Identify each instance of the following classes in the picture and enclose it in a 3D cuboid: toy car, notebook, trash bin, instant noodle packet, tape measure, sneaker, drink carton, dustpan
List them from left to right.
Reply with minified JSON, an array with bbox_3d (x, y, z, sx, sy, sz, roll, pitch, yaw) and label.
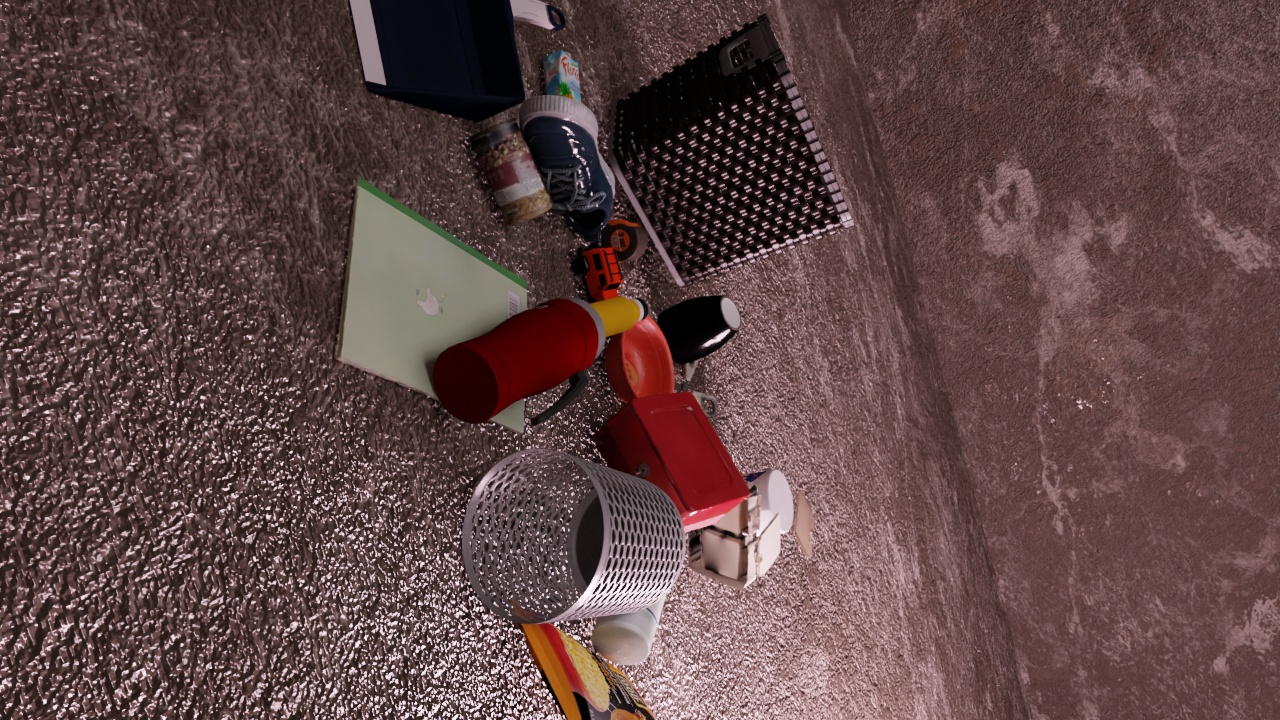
[{"bbox_3d":[-0.192,-0.046,0.904,0.252,0.010,0.181,31,52,-53],"label":"notebook"},{"bbox_3d":[-0.187,-0.387,0.983,0.272,0.080,0.236,-6,84,-61],"label":"dustpan"},{"bbox_3d":[-0.098,-0.328,1.161,0.044,0.039,0.128,19,62,-57],"label":"drink carton"},{"bbox_3d":[-0.083,-0.216,1.065,0.235,0.089,0.087,55,37,-67],"label":"sneaker"},{"bbox_3d":[-0.056,0.176,0.903,0.183,0.157,0.156,25,57,-58],"label":"trash bin"},{"bbox_3d":[-0.039,0.335,0.913,0.221,0.032,0.160,49,-1,-40],"label":"instant noodle packet"},{"bbox_3d":[-0.048,-0.097,1.139,0.051,0.049,0.100,-20,96,-61],"label":"toy car"},{"bbox_3d":[-0.020,-0.160,1.208,0.038,0.059,0.058,-17,95,-61],"label":"tape measure"}]

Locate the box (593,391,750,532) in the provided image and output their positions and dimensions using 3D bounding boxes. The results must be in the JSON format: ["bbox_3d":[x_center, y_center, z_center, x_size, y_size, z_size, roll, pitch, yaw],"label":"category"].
[{"bbox_3d":[0.038,0.121,1.084,0.128,0.087,0.157,-5,55,-49],"label":"box"}]

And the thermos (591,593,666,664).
[{"bbox_3d":[0.005,0.238,1.058,0.068,0.068,0.229,62,28,-25],"label":"thermos"}]

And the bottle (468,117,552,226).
[{"bbox_3d":[-0.143,-0.207,1.011,0.105,0.056,0.056,67,30,-16],"label":"bottle"}]

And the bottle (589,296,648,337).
[{"bbox_3d":[-0.049,-0.047,1.080,0.143,0.043,0.043,-18,94,-44],"label":"bottle"}]

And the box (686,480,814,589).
[{"bbox_3d":[0.163,0.217,1.192,0.104,0.188,0.143,-21,117,-46],"label":"box"}]

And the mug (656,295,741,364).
[{"bbox_3d":[0.097,-0.046,1.306,0.118,0.100,0.084,14,60,-51],"label":"mug"}]

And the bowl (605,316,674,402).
[{"bbox_3d":[-0.007,0.007,1.171,0.130,0.045,0.130,33,51,-52],"label":"bowl"}]

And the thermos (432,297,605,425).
[{"bbox_3d":[-0.109,0.005,0.922,0.108,0.084,0.198,58,32,0],"label":"thermos"}]

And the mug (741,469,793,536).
[{"bbox_3d":[0.157,0.211,1.328,0.121,0.090,0.091,-1,79,-61],"label":"mug"}]

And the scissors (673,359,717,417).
[{"bbox_3d":[0.072,0.037,1.335,0.157,0.013,0.170,46,42,-40],"label":"scissors"}]

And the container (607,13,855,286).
[{"bbox_3d":[0.117,-0.278,1.254,0.246,0.244,0.246,58,18,-30],"label":"container"}]
